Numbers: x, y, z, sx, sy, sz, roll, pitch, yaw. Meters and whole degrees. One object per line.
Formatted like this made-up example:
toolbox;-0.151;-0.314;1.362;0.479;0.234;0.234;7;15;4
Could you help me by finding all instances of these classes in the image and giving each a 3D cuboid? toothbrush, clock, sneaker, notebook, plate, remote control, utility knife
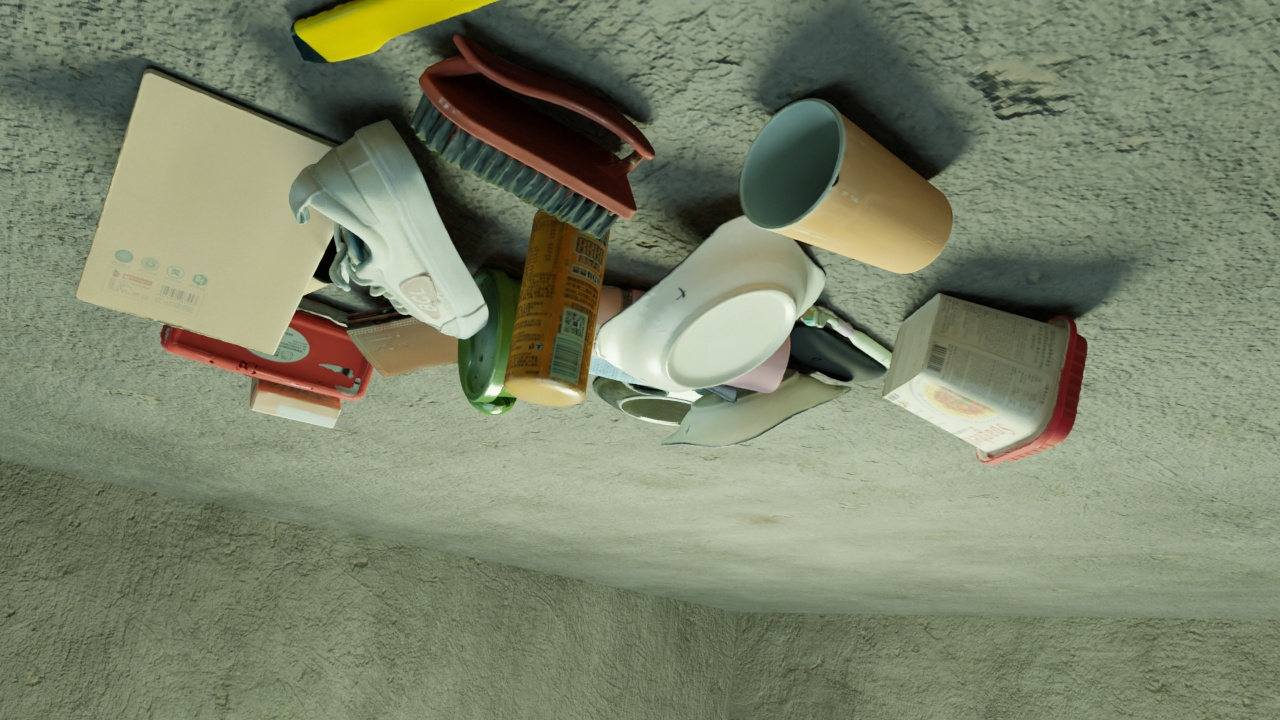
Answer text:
toothbrush;0.205;-0.012;0.837;0.189;0.029;0.020;24;114;-42
clock;-0.124;-0.015;0.814;0.056;0.116;0.162;6;160;-27
sneaker;-0.181;-0.070;0.675;0.090;0.089;0.242;-31;157;-10
notebook;-0.306;-0.094;0.665;0.147;0.008;0.208;19;127;-29
plate;0.063;-0.026;0.697;0.164;0.034;0.163;-39;146;16
plate;0.107;0.042;0.909;0.163;0.034;0.164;-22;-174;-25
plate;0.032;0.051;1.066;0.179;0.024;0.180;7;160;2
remote control;0.183;-0.001;0.866;0.136;0.024;0.053;24;156;-38
utility knife;-0.104;-0.187;0.472;0.224;0.015;0.033;-3;157;33

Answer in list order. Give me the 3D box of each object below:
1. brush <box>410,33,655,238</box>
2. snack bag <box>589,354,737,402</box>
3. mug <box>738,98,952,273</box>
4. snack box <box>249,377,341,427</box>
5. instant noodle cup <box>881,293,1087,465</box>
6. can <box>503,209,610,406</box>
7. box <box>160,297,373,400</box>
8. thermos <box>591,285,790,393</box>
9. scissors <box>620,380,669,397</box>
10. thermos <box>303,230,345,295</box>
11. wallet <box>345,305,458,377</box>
brush;-0.063;-0.136;0.545;0.145;0.063;0.069;23;125;-33
snack bag;-0.005;0.005;0.871;0.191;0.039;0.110;14;174;-4
mug;0.129;-0.097;0.555;0.122;0.078;0.078;17;159;-37
snack box;-0.371;0.017;0.986;0.084;0.026;0.157;18;-162;-27
instant noodle cup;0.277;0.010;0.752;0.124;0.116;0.116;22;159;-3
can;-0.058;-0.043;0.660;0.058;0.145;0.058;7;160;2
box;-0.375;-0.028;0.932;0.201;0.095;0.101;20;175;-34
thermos;0.030;-0.020;0.796;0.198;0.067;0.087;13;-170;-14
scissors;-0.040;0.001;0.959;0.182;0.014;0.159;-12;142;39
thermos;-0.317;-0.078;0.757;0.143;0.093;0.093;-9;155;23
wallet;-0.216;-0.025;0.908;0.124;0.032;0.101;-11;154;3
